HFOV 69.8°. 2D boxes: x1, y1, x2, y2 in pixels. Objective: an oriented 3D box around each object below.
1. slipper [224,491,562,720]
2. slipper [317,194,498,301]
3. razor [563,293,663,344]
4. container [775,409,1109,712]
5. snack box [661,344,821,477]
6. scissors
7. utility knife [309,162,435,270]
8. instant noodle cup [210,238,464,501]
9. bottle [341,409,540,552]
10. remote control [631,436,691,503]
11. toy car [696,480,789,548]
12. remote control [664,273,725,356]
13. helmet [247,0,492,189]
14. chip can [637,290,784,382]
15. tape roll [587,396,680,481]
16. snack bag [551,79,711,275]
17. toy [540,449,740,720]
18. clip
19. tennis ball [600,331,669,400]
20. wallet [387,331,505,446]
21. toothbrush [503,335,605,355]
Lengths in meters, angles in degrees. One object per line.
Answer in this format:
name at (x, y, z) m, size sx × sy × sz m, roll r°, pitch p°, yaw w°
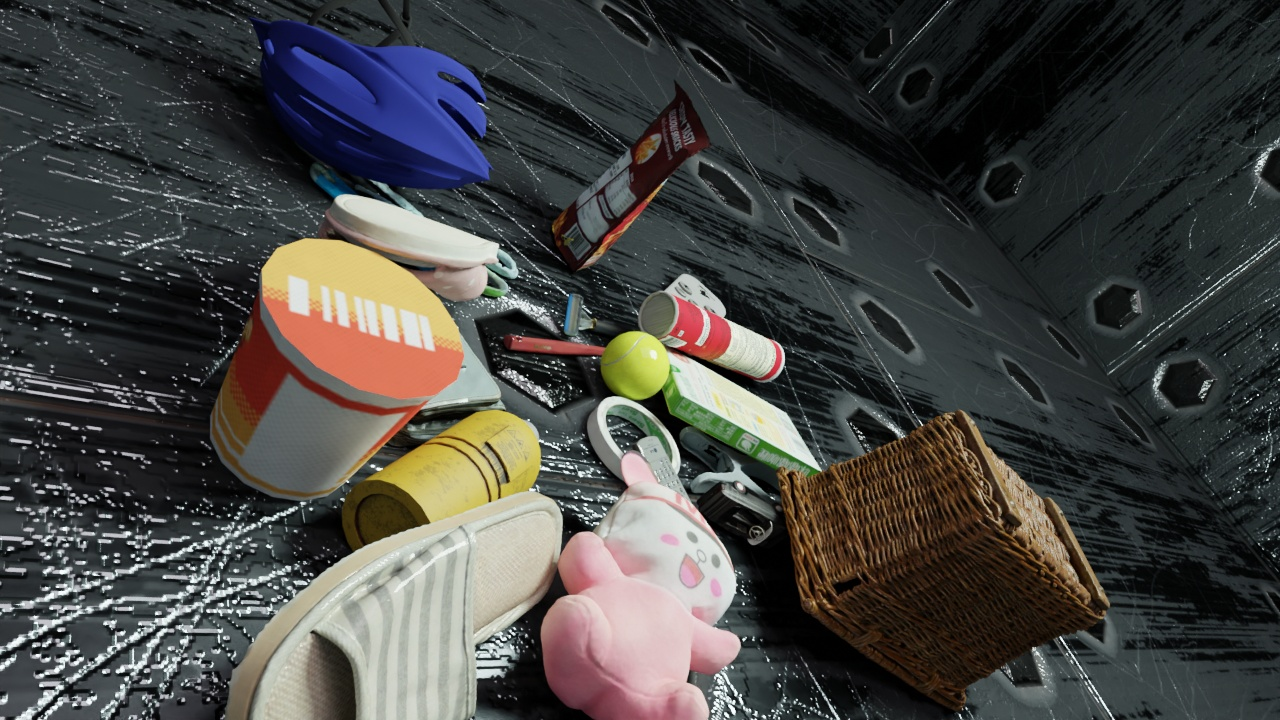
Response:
slipper at (-0.111, 0.145, 0.513) m, size 0.054 × 0.114 × 0.272 m, roll 6°, pitch 14°, yaw 23°
slipper at (-0.170, -0.083, 0.712) m, size 0.114 × 0.054 × 0.274 m, roll 21°, pitch 6°, yaw 0°
razor at (-0.027, -0.030, 0.941) m, size 0.144 × 0.022 × 0.042 m, roll 17°, pitch 79°, yaw -45°
container at (0.276, 0.174, 0.829) m, size 0.250 × 0.184 × 0.162 m, roll 38°, pitch 29°, yaw -31°
snack box at (0.094, 0.054, 0.929) m, size 0.168 × 0.027 × 0.131 m, roll 29°, pitch 16°, yaw -18°
scissors at (-0.192, -0.117, 0.857) m, size 0.175 × 0.032 × 0.092 m, roll 28°, pitch 33°, yaw -17°
utility knife at (-0.221, -0.115, 0.817) m, size 0.185 × 0.015 × 0.031 m, roll 40°, pitch 31°, yaw -6°
instant noodle cup at (-0.194, 0.013, 0.563) m, size 0.123 × 0.121 × 0.123 m, roll 31°, pitch 31°, yaw -21°
bottle at (-0.118, 0.080, 0.620) m, size 0.071 × 0.071 × 0.163 m, roll 45°, pitch 29°, yaw 5°
remote control at (0.033, 0.127, 0.778) m, size 0.033 × 0.013 × 0.136 m, roll -13°, pitch 70°, yaw -53°
toy car at (0.096, 0.142, 0.833) m, size 0.092 × 0.040 × 0.037 m, roll 31°, pitch 31°, yaw -25°
remote control at (0.058, -0.059, 1.083) m, size 0.074 × 0.019 × 0.150 m, roll 43°, pitch 28°, yaw 0°
helmet at (-0.221, -0.274, 0.821) m, size 0.241 × 0.227 × 0.148 m, roll 22°, pitch -1°, yaw -3°
chip can at (0.081, -0.023, 0.999) m, size 0.214 × 0.052 × 0.051 m, roll 20°, pitch 35°, yaw -49°
tape roll at (-0.005, 0.074, 0.825) m, size 0.094 × 0.018 × 0.093 m, roll 31°, pitch 30°, yaw -21°
snack bag at (-0.013, -0.193, 0.979) m, size 0.066 × 0.208 × 0.138 m, roll 28°, pitch 32°, yaw -26°
toy at (0.004, 0.163, 0.647) m, size 0.142 × 0.084 × 0.212 m, roll 43°, pitch 30°, yaw -8°
clip at (0.105, 0.108, 0.909) m, size 0.163 × 0.028 × 0.114 m, roll 25°, pitch 31°, yaw -30°
tennis ball at (-0.005, 0.005, 0.869) m, size 0.065 × 0.065 × 0.065 m, roll 31°, pitch 31°, yaw -21°
wallet at (-0.168, 0.001, 0.693) m, size 0.100 × 0.054 × 0.131 m, roll 0°, pitch 44°, yaw -52°
toothbrush at (-0.055, -0.013, 0.883) m, size 0.189 × 0.017 × 0.016 m, roll 4°, pitch 50°, yaw -49°
